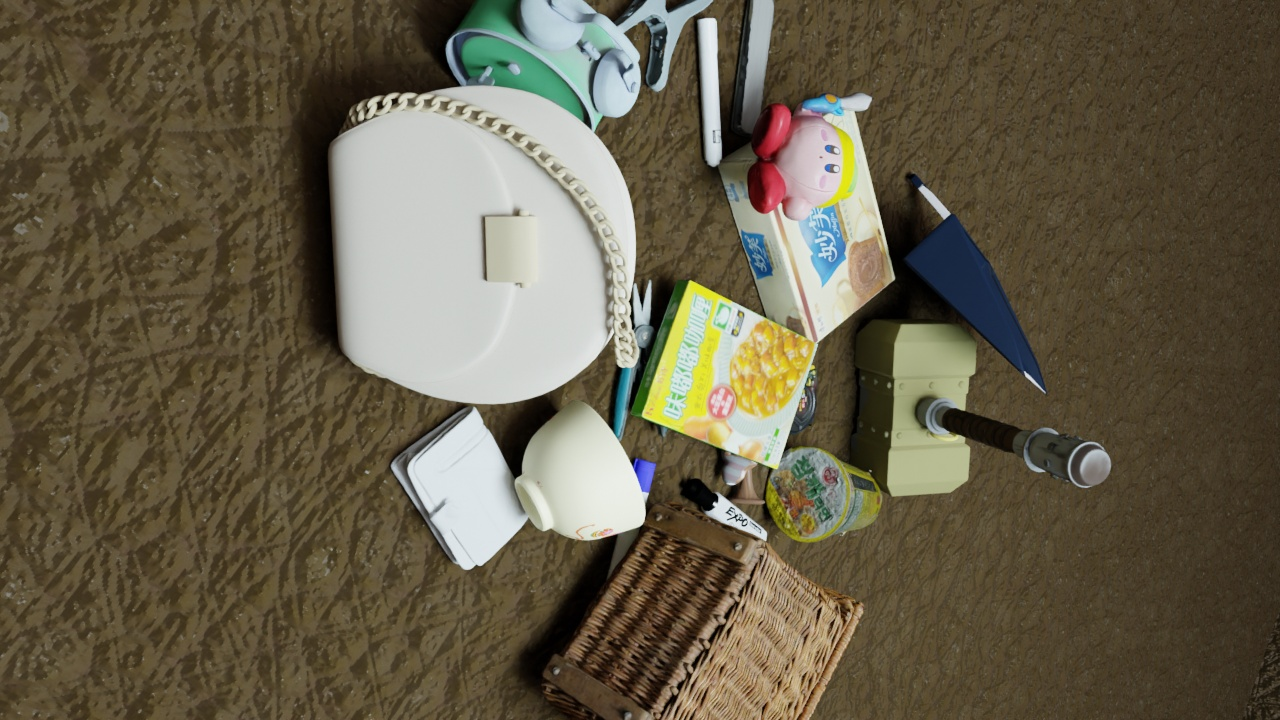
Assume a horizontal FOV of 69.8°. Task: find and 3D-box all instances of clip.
[{"bbox_3d":[0.016,-0.331,0.798,0.108,0.028,0.163,33,75,-36],"label":"clip"}]

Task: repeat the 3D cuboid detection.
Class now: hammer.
[{"bbox_3d":[0.337,0.067,0.919,0.100,0.325,0.190,-1,98,-15],"label":"hammer"}]

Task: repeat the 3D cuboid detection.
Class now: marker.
[{"bbox_3d":[0.085,0.155,0.930,0.126,0.025,0.025,41,71,-36],"label":"marker"},{"bbox_3d":[-0.013,0.163,0.855,0.020,0.020,0.141,17,86,-40],"label":"marker"},{"bbox_3d":[0.066,-0.249,0.857,0.020,0.017,0.133,-14,105,-39],"label":"marker"}]

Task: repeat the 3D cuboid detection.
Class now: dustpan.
[{"bbox_3d":[0.373,-0.095,1.031,0.080,0.273,0.236,-47,155,16],"label":"dustpan"}]

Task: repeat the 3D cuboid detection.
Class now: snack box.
[{"bbox_3d":[0.176,-0.138,0.940,0.153,0.055,0.207,-36,118,-30],"label":"snack box"},{"bbox_3d":[0.083,0.016,0.864,0.168,0.027,0.132,23,84,-30],"label":"snack box"}]

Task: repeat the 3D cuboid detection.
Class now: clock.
[{"bbox_3d":[-0.065,-0.213,0.660,0.122,0.162,0.075,39,71,-36],"label":"clock"}]

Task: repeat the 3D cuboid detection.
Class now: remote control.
[{"bbox_3d":[0.109,-0.287,0.890,0.033,0.013,0.136,5,92,-41],"label":"remote control"}]

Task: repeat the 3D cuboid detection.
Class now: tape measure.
[{"bbox_3d":[0.153,0.041,0.958,0.072,0.042,0.071,-8,103,-43],"label":"tape measure"}]

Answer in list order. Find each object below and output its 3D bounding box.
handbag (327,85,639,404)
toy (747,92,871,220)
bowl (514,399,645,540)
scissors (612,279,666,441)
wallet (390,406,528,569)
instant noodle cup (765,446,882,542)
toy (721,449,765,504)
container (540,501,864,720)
[{"bbox_3d":[-0.108,-0.079,0.644,0.209,0.103,0.211,0,99,5],"label":"handbag"},{"bbox_3d":[0.160,-0.186,0.846,0.131,0.097,0.124,2,88,-19],"label":"toy"},{"bbox_3d":[-0.060,0.101,0.751,0.074,0.118,0.118,-27,113,-22],"label":"bowl"},{"bbox_3d":[0.001,0.009,0.842,0.122,0.019,0.149,-44,117,-21],"label":"scissors"},{"bbox_3d":[-0.137,0.103,0.735,0.086,0.032,0.116,-45,122,-28],"label":"wallet"},{"bbox_3d":[0.204,0.145,0.988,0.108,0.102,0.102,15,87,-49],"label":"instant noodle cup"},{"bbox_3d":[0.101,0.094,0.925,0.054,0.042,0.101,9,82,-62],"label":"toy"},{"bbox_3d":[0.048,0.262,0.815,0.249,0.162,0.183,-56,133,-19],"label":"container"}]
